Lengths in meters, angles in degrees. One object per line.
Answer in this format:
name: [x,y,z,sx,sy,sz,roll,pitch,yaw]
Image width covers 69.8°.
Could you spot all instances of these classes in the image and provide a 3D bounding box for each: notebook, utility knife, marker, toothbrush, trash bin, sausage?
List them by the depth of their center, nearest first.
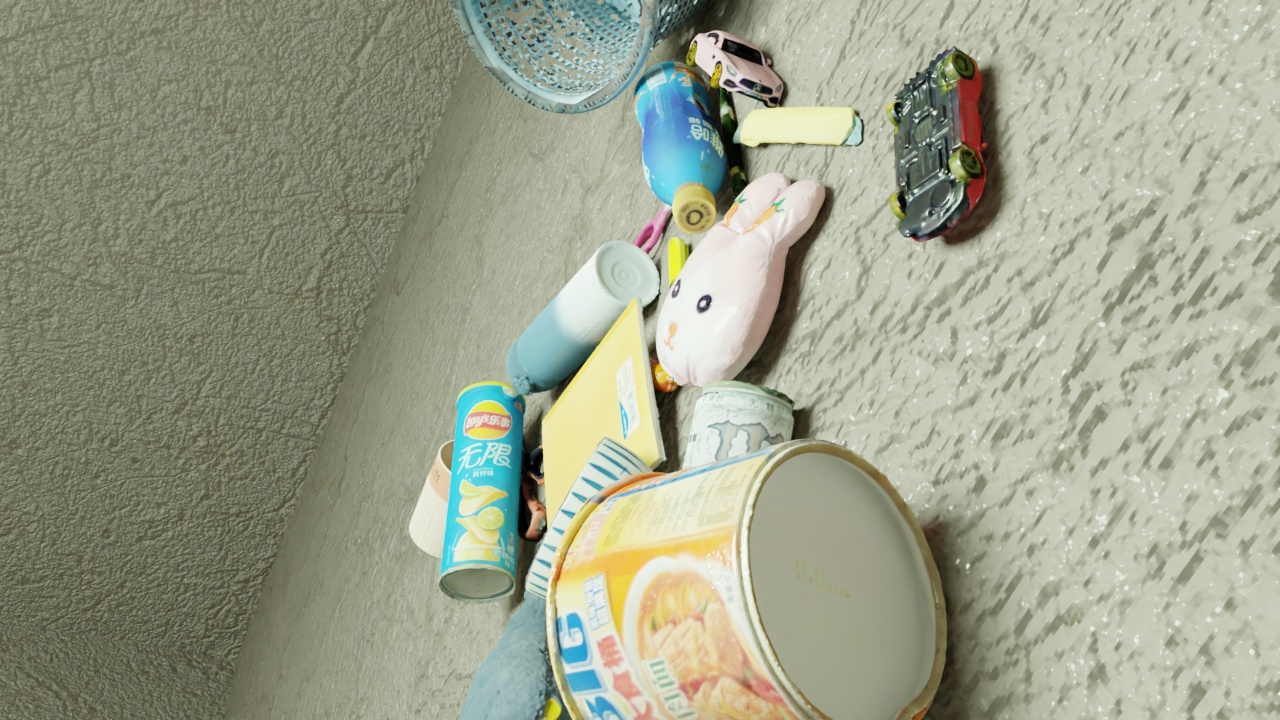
utility knife: [0.105,-0.162,0.636,0.163,0.018,0.031,-144,70,-68]
marker: [0.032,-0.046,0.720,0.018,0.015,0.124,-46,36,47]
toothbrush: [0.070,-0.191,0.747,0.017,0.012,0.185,122,154,-42]
sausage: [-0.004,0.004,0.750,0.165,0.021,0.021,20,91,67]
notebook: [-0.039,0.063,0.754,0.207,0.010,0.145,-51,38,47]
trash bin: [-0.030,-0.361,0.827,0.194,0.226,0.227,-40,-3,-43]

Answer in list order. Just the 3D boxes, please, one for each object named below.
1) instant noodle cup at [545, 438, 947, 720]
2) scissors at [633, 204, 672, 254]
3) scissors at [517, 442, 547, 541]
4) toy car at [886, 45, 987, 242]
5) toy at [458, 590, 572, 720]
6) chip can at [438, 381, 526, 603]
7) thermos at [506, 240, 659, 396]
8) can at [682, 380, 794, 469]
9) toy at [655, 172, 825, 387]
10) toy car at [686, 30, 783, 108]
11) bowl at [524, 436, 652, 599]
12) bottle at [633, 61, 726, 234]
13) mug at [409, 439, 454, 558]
instant noodle cup: [0.051,0.107,0.400,0.112,0.151,0.151,-31,45,46]
scissors: [0.026,-0.140,0.804,0.136,0.017,0.133,-59,29,18]
scissors: [-0.113,0.099,0.934,0.194,0.015,0.206,-48,32,46]
toy car: [0.153,-0.108,0.468,0.049,0.031,0.106,-38,39,54]
toy: [-0.088,0.297,0.646,0.138,0.091,0.355,92,-175,-62]
chip can: [-0.149,0.122,0.883,0.071,0.071,0.209,-51,31,40]
thermos: [-0.062,-0.030,0.855,0.221,0.070,0.070,-40,38,51]
can: [0.048,0.089,0.519,0.058,0.058,0.146,-16,58,63]
toy: [0.062,-0.055,0.613,0.159,0.054,0.121,-61,24,3]
toy car: [0.074,-0.230,0.712,0.122,0.056,0.037,-111,38,-56]
bowl: [-0.022,0.117,0.620,0.116,0.066,0.116,-61,-7,-13]
bottle: [0.033,-0.167,0.723,0.065,0.065,0.218,-56,24,32]
mug: [-0.193,0.146,1.009,0.106,0.081,0.114,-63,-3,23]
